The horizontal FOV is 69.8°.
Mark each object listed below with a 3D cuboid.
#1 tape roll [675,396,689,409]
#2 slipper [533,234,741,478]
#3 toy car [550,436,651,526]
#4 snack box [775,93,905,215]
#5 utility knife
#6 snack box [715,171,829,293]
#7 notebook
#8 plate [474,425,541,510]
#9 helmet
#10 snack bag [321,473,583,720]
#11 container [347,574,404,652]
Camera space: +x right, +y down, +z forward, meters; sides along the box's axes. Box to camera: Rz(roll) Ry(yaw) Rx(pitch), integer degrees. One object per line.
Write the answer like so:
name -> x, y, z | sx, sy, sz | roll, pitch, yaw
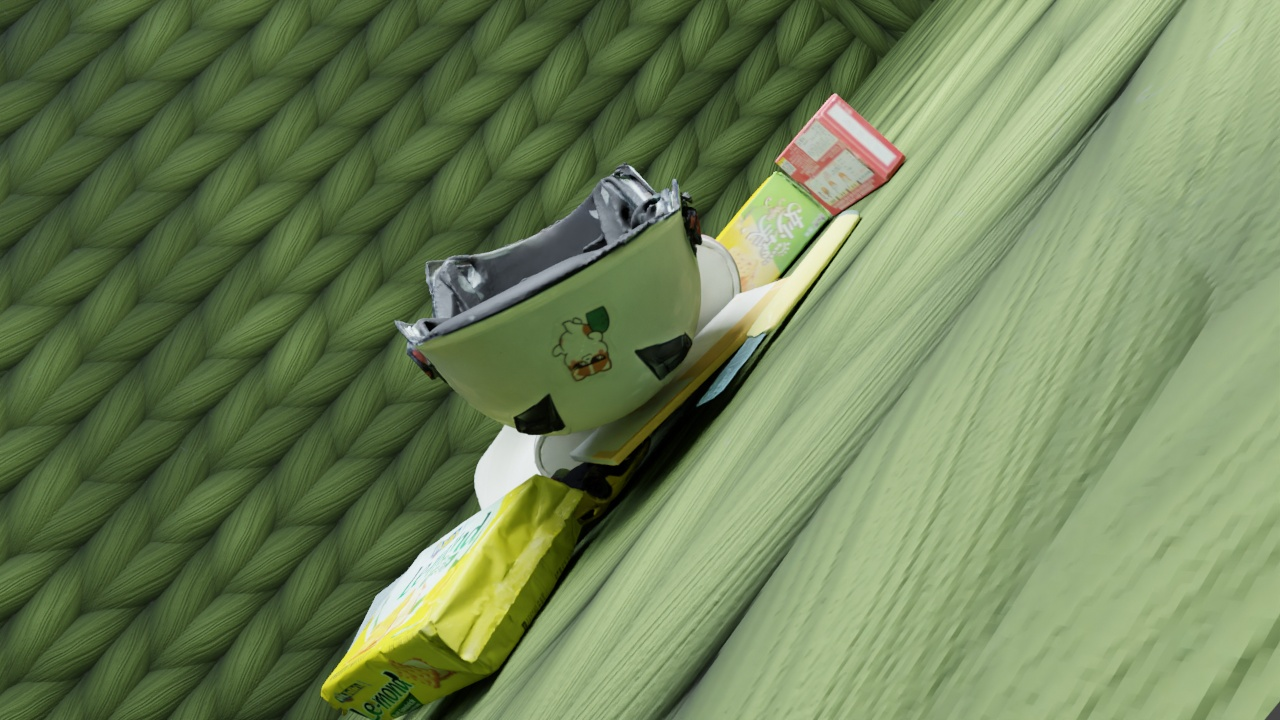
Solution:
tape roll -> 0.008, 0.007, 0.808 | 0.086, 0.086, 0.014 | -50, 3, 10
slipper -> -0.005, 0.005, 0.850 | 0.275, 0.114, 0.054 | -56, 10, 11
toy car -> -0.043, 0.105, 0.747 | 0.156, 0.041, 0.071 | -37, 9, 37
snack box -> 0.162, -0.167, 0.767 | 0.025, 0.075, 0.153 | -49, 1, -3
utility knife -> 0.100, -0.044, 0.638 | 0.215, 0.022, 0.031 | -44, 14, -31
snack box -> 0.093, -0.089, 0.936 | 0.210, 0.070, 0.157 | -50, 2, 11
notebook -> 0.035, 0.008, 0.714 | 0.206, 0.010, 0.146 | -43, 7, -14
plate -> -0.113, 0.131, 0.965 | 0.165, 0.034, 0.163 | -54, 44, 30
helmet -> -0.049, -0.028, 0.692 | 0.230, 0.157, 0.274 | -28, 21, -2
snack bag -> -0.147, 0.193, 0.711 | 0.247, 0.068, 0.157 | -36, 13, 44
container -> -0.211, 0.258, 0.883 | 0.112, 0.090, 0.089 | -43, 19, 43
